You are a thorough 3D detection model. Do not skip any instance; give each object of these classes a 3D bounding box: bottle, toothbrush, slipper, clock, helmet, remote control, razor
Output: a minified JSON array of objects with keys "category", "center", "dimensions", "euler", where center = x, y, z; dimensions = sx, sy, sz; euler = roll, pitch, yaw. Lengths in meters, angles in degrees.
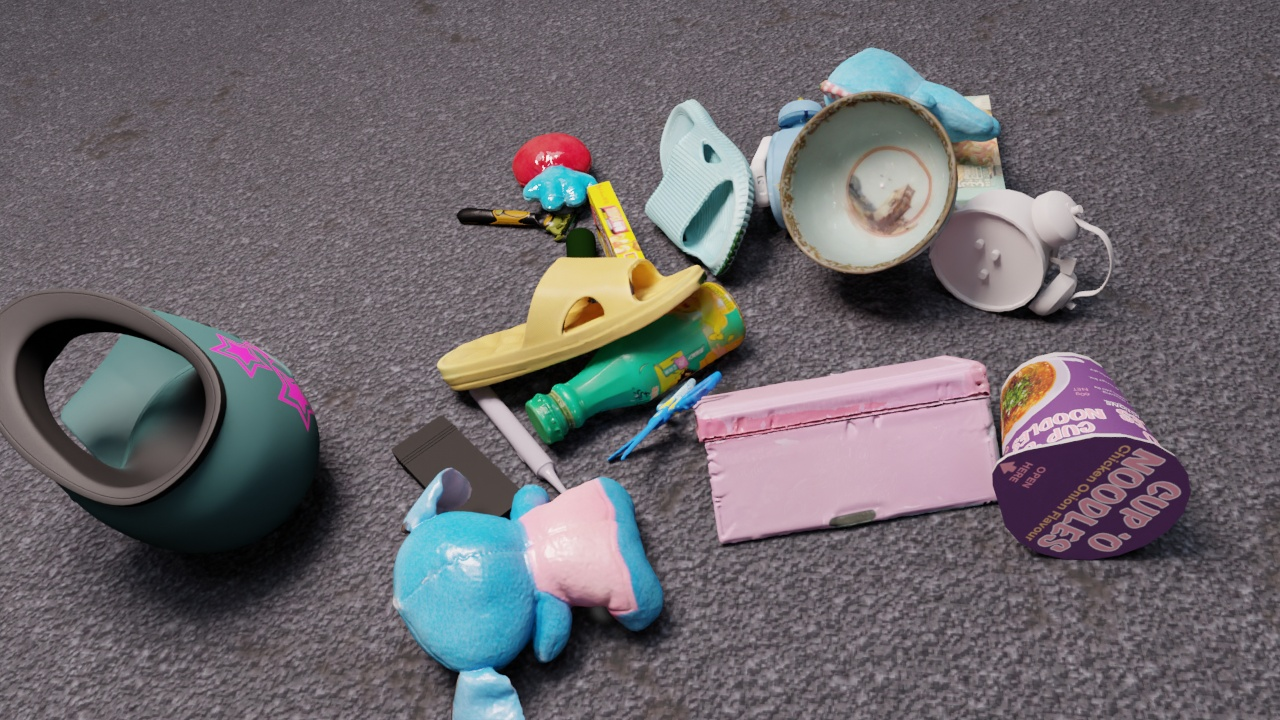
[{"category":"bottle","center":[-0.005,0.005,0.824],"dimensions":[0.209,0.068,0.068],"euler":[-31,49,-19]},{"category":"toothbrush","center":[-0.100,0.077,0.806],"dimensions":[0.019,0.018,0.188],"euler":[-35,50,-14]},{"category":"slipper","center":[-0.072,-0.046,0.823],"dimensions":[0.264,0.078,0.099],"euler":[-20,17,17]},{"category":"clock","center":[0.341,-0.097,0.830],"dimensions":[0.159,0.120,0.060],"euler":[19,46,39]},{"category":"helmet","center":[-0.393,0.047,0.760],"dimensions":[0.275,0.200,0.176],"euler":[29,77,13]},{"category":"remote control","center":[0.132,-0.204,0.986],"dimensions":[0.022,0.050,0.133],"euler":[-6,23,16]},{"category":"slipper","center":[0.052,-0.200,0.982],"dimensions":[0.069,0.116,0.275],"euler":[12,35,-24]},{"category":"bottle","center":[-0.060,-0.088,0.948],"dimensions":[0.033,0.033,0.122],"euler":[-8,46,2]},{"category":"razor","center":[-0.145,-0.160,1.042],"dimensions":[0.144,0.021,0.043],"euler":[7,48,19]},{"category":"remote control","center":[-0.159,0.101,0.797],"dimensions":[0.058,0.013,0.133],"euler":[-36,51,-23]},{"category":"clock","center":[0.177,-0.203,0.959],"dimensions":[0.060,0.118,0.161],"euler":[-2,51,25]}]

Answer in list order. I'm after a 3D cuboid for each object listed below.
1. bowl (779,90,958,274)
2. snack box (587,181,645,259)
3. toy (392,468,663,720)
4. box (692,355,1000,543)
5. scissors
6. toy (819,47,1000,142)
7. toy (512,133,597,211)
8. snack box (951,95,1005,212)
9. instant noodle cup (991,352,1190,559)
[{"category":"bowl","center":[0.220,-0.157,0.845],"dimensions":[0.160,0.160,0.093],"euler":[23,15,28]},{"category":"snack box","center":[-0.019,-0.110,0.932],"dimensions":[0.025,0.075,0.152],"euler":[-17,46,-5]},{"category":"toy","center":[-0.080,0.165,0.670],"dimensions":[0.191,0.099,0.223],"euler":[-13,53,-12]},{"category":"box","center":[0.165,0.072,0.758],"dimensions":[0.232,0.115,0.106],"euler":[-10,5,0]},{"category":"scissors","center":[0.019,0.045,0.789],"dimensions":[0.125,0.016,0.123],"euler":[-38,2,11]},{"category":"toy","center":[0.271,-0.245,0.937],"dimensions":[0.181,0.115,0.183],"euler":[30,20,28]},{"category":"toy","center":[-0.098,-0.214,1.057],"dimensions":[0.092,0.062,0.132],"euler":[-20,50,1]},{"category":"snack box","center":[0.311,-0.217,0.997],"dimensions":[0.141,0.044,0.193],"euler":[0,47,14]},{"category":"instant noodle cup","center":[0.317,0.059,0.687],"dimensions":[0.137,0.122,0.121],"euler":[21,38,-7]}]
